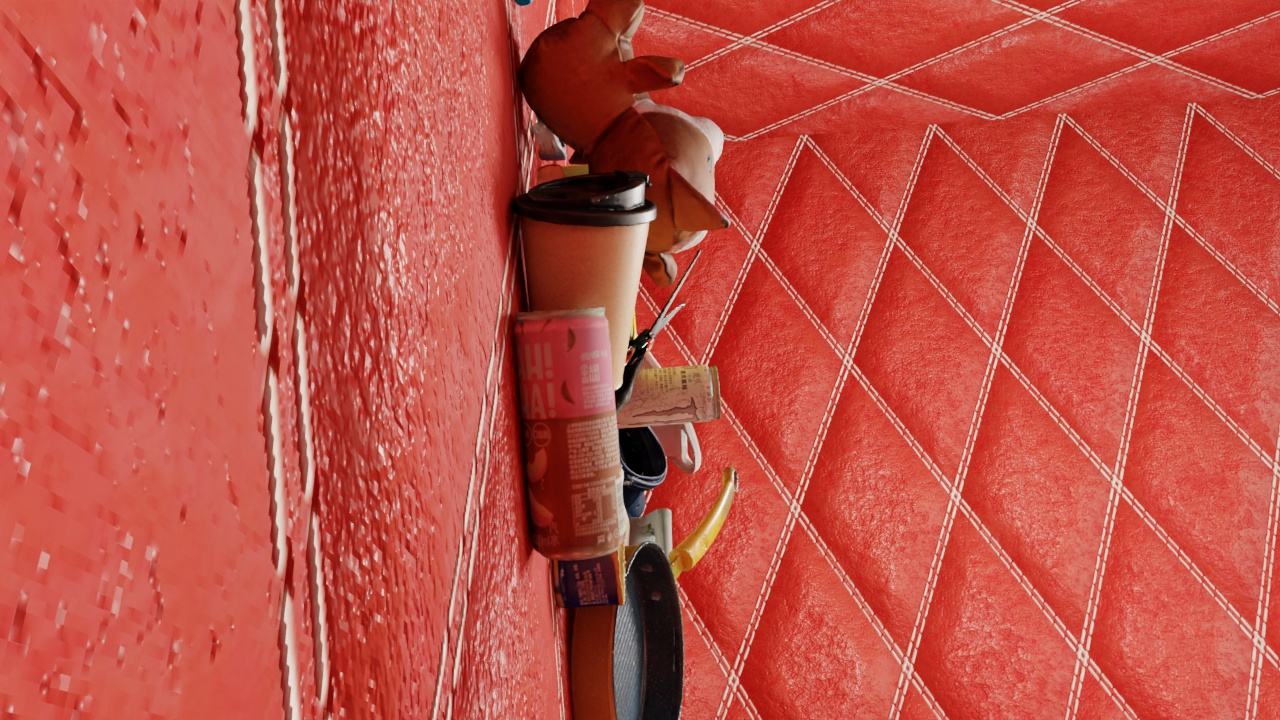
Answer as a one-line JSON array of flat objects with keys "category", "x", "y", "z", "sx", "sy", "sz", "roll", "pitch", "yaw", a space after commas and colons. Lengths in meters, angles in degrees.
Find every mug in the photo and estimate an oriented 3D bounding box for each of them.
[{"category": "mug", "x": 0.000, "y": 0.242, "z": 1.087, "sx": 0.124, "sy": 0.083, "sz": 0.103, "roll": -38, "pitch": -134, "yaw": 50}]

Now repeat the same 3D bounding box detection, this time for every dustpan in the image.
[{"category": "dustpan", "x": 0.002, "y": 0.031, "z": 1.254, "sx": 0.223, "sy": 0.142, "sz": 0.257, "roll": 85, "pitch": 2, "yaw": -57}]

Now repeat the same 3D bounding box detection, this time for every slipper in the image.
[{"category": "slipper", "x": -0.017, "y": 0.111, "z": 1.091, "sx": 0.253, "sy": 0.095, "sz": 0.105, "roll": 78, "pitch": 9, "yaw": -59}]

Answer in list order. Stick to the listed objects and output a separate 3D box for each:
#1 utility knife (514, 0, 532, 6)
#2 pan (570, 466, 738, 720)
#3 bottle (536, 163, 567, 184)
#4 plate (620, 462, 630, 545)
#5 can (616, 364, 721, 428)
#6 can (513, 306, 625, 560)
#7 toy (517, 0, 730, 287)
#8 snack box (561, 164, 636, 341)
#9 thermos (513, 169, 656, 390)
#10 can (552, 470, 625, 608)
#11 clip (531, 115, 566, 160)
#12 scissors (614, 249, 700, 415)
[{"category": "utility knife", "x": -0.092, "y": -0.362, "z": 0.742, "sx": 0.034, "sy": 0.018, "sz": 0.222, "roll": 82, "pitch": 4, "yaw": -52}, {"category": "pan", "x": 0.028, "y": 0.213, "z": 0.842, "sx": 0.356, "sy": 0.078, "sz": 0.198, "roll": -67, "pitch": 148, "yaw": -56}, {"category": "bottle", "x": -0.051, "y": -0.071, "z": 0.681, "sx": 0.066, "sy": 0.067, "sz": 0.149, "roll": -92, "pitch": 170, "yaw": -75}, {"category": "plate", "x": -0.033, "y": 0.208, "z": 0.951, "sx": 0.205, "sy": 0.045, "sz": 0.205, "roll": 140, "pitch": -54, "yaw": -90}, {"category": "can", "x": 0.005, "y": 0.038, "z": 0.921, "sx": 0.058, "sy": 0.147, "sz": 0.058, "roll": 9, "pitch": 76, "yaw": -89}, {"category": "can", "x": -0.042, "y": 0.042, "z": 0.554, "sx": 0.058, "sy": 0.058, "sz": 0.147, "roll": -84, "pitch": 169, "yaw": -86}, {"category": "toy", "x": -0.002, "y": -0.162, "z": 0.679, "sx": 0.199, "sy": 0.130, "sz": 0.140, "roll": 65, "pitch": -18, "yaw": 11}, {"category": "snack box", "x": -0.043, "y": -0.078, "z": 0.894, "sx": 0.210, "sy": 0.070, "sz": 0.157, "roll": 82, "pitch": 4, "yaw": -77}, {"category": "thermos", "x": -0.038, "y": -0.053, "z": 0.610, "sx": 0.093, "sy": 0.093, "sz": 0.143, "roll": -93, "pitch": -175, "yaw": -70}, {"category": "can", "x": -0.038, "y": 0.131, "z": 0.715, "sx": 0.148, "sy": 0.049, "sz": 0.075, "roll": -93, "pitch": 178, "yaw": -63}, {"category": "clip", "x": -0.076, "y": -0.185, "z": 0.756, "sx": 0.058, "sy": 0.025, "sz": 0.036, "roll": 83, "pitch": 10, "yaw": -68}, {"category": "scissors", "x": -0.005, "y": 0.002, "z": 0.811, "sx": 0.221, "sy": 0.022, "sz": 0.232, "roll": -62, "pitch": 171, "yaw": 13}]
